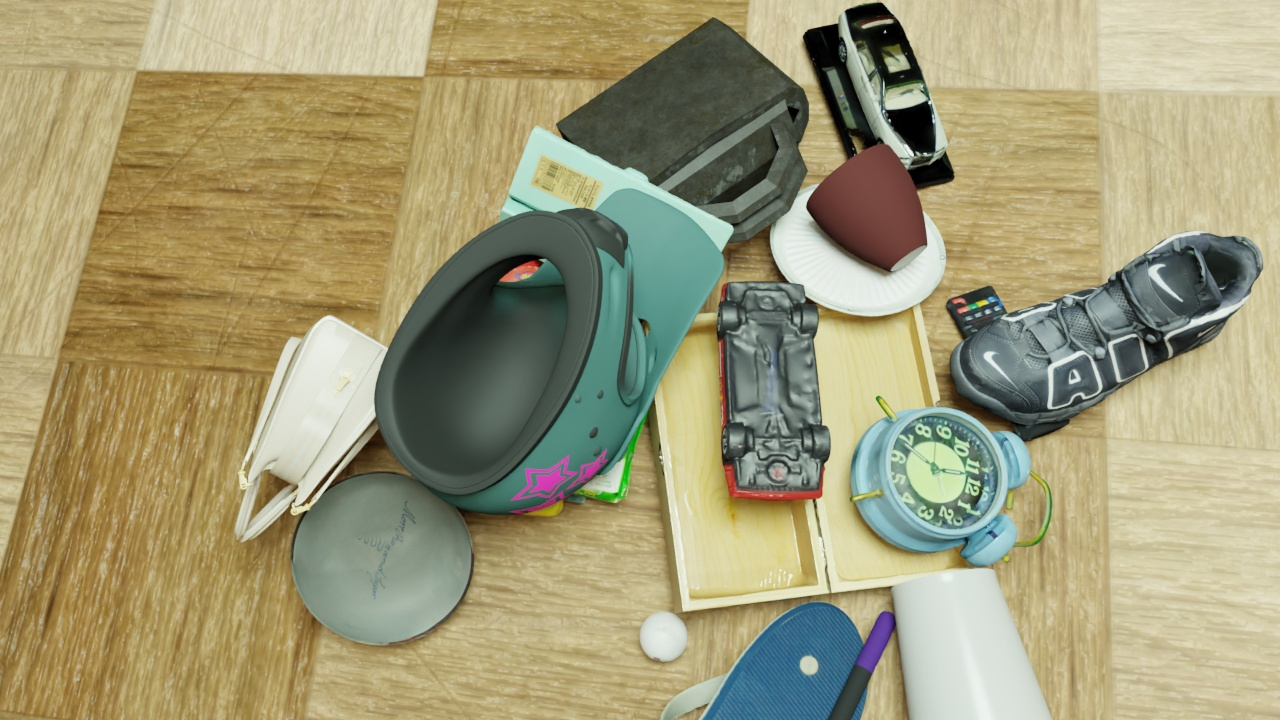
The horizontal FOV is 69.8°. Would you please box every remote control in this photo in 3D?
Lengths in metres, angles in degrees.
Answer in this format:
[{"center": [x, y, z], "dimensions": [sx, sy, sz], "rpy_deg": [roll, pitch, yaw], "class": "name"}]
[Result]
[{"center": [0.316, 0.001, 0.797], "dimensions": [0.045, 0.021, 0.140], "rpy_deg": [-18, 69, -7], "class": "remote control"}]

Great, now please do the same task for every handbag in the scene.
[{"center": [0.062, -0.186, 0.839], "dimensions": [0.197, 0.102, 0.199], "rpy_deg": [-34, 57, -2], "class": "handbag"}, {"center": [-0.285, 0.063, 0.778], "dimensions": [0.101, 0.195, 0.197], "rpy_deg": [32, 82, -17], "class": "handbag"}]

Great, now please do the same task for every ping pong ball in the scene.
[{"center": [0.019, 0.230, 0.763], "dimensions": [0.040, 0.040, 0.040], "rpy_deg": [-2, 74, 7], "class": "ping pong ball"}]

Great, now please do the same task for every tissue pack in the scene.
[{"center": [-0.057, 0.073, 0.812], "dimensions": [0.114, 0.034, 0.099], "rpy_deg": [11, 62, 8], "class": "tissue pack"}]

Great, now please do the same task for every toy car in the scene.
[{"center": [0.104, 0.020, 0.743], "dimensions": [0.081, 0.056, 0.189], "rpy_deg": [2, 68, -5], "class": "toy car"}, {"center": [0.226, -0.254, 0.849], "dimensions": [0.094, 0.071, 0.191], "rpy_deg": [-13, 74, -5], "class": "toy car"}]

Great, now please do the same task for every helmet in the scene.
[{"center": [-0.066, -0.008, 0.709], "dimensions": [0.176, 0.200, 0.275], "rpy_deg": [40, 103, 17], "class": "helmet"}]

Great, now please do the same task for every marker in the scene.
[{"center": [0.171, 0.258, 0.725], "dimensions": [0.015, 0.018, 0.133], "rpy_deg": [7, 55, 47], "class": "marker"}]

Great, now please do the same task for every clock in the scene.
[{"center": [0.247, 0.098, 0.729], "dimensions": [0.162, 0.060, 0.118], "rpy_deg": [18, 71, -3], "class": "clock"}]

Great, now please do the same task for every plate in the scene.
[{"center": [0.193, -0.101, 0.823], "dimensions": [0.157, 0.014, 0.156], "rpy_deg": [1, 57, -2], "class": "plate"}]

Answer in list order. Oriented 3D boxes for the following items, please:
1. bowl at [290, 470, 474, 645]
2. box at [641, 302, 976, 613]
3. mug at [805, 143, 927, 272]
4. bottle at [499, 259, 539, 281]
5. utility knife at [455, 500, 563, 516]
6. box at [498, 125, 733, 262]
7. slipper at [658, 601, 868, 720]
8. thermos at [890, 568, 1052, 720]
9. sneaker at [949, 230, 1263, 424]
[{"center": [-0.220, 0.164, 0.793], "dimensions": [0.150, 0.057, 0.151], "rpy_deg": [-1, 94, -11], "class": "bowl"}, {"center": [0.136, 0.074, 0.780], "dimensions": [0.253, 0.068, 0.246], "rpy_deg": [-7, 75, 0], "class": "box"}, {"center": [0.210, -0.124, 0.791], "dimensions": [0.087, 0.113, 0.088], "rpy_deg": [-44, 72, 37], "class": "mug"}, {"center": [-0.108, -0.050, 0.854], "dimensions": [0.071, 0.048, 0.134], "rpy_deg": [-17, 73, 3], "class": "bottle"}, {"center": [-0.155, 0.121, 0.828], "dimensions": [0.173, 0.020, 0.028], "rpy_deg": [4, 73, 8], "class": "utility knife"}, {"center": [-0.028, -0.107, 0.794], "dimensions": [0.187, 0.139, 0.052], "rpy_deg": [25, 56, -4], "class": "box"}, {"center": [0.067, 0.310, 0.718], "dimensions": [0.294, 0.060, 0.118], "rpy_deg": [-35, 85, -21], "class": "slipper"}, {"center": [0.254, 0.275, 0.683], "dimensions": [0.131, 0.131, 0.221], "rpy_deg": [-10, 66, 5], "class": "thermos"}, {"center": [0.375, -0.033, 0.719], "dimensions": [0.252, 0.151, 0.097], "rpy_deg": [-21, 70, -9], "class": "sneaker"}]
